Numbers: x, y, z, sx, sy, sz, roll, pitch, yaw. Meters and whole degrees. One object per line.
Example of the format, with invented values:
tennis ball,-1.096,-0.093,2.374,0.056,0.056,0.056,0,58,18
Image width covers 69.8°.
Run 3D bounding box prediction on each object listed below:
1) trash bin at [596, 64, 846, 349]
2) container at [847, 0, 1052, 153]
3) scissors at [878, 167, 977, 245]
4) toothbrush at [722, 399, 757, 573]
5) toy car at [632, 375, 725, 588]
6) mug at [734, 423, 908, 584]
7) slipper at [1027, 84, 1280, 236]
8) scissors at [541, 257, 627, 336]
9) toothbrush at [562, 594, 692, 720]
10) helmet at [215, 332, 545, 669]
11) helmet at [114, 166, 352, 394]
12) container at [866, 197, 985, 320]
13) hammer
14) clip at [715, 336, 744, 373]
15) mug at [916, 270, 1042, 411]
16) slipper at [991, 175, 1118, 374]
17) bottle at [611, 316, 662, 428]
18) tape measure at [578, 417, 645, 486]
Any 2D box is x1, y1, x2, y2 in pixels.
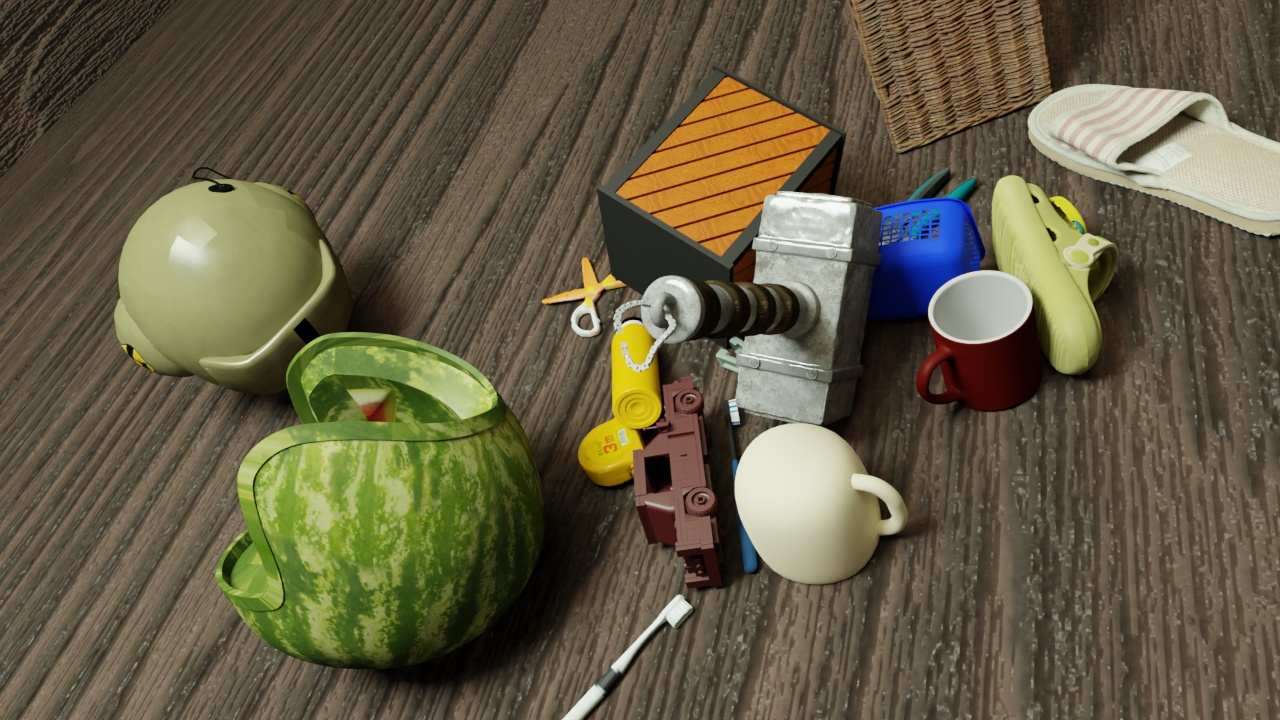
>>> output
trash bin,0.075,-0.140,0.849,0.140,0.140,0.171,34,70,19
container,0.285,-0.377,0.919,0.162,0.250,0.182,-18,36,14
scissors,0.259,-0.130,0.858,0.146,0.019,0.133,-8,47,22
toothbrush,0.081,0.098,0.750,0.014,0.014,0.167,-10,48,6
toy car,0.030,0.096,0.739,0.062,0.070,0.169,-10,46,5
mug,0.128,0.098,0.661,0.120,0.100,0.096,0,51,29
slipper,0.445,-0.184,0.778,0.115,0.052,0.263,-37,43,-7
scissors,-0.051,-0.070,0.984,0.125,0.011,0.130,-10,46,20
toothbrush,-0.029,0.246,0.678,0.186,0.012,0.017,-44,48,-13
helmet,-0.197,0.124,0.722,0.243,0.247,0.213,10,23,-15
helmet,-0.433,-0.072,1.006,0.233,0.256,0.249,19,63,43
container,0.225,-0.080,0.775,0.114,0.096,0.058,-8,52,31
hammer,0.076,-0.036,0.628,0.080,0.325,0.177,12,99,29
clip,0.102,0.004,0.820,0.044,0.023,0.076,-47,43,-13
mug,0.252,-0.004,0.697,0.105,0.082,0.073,-40,43,-9
slipper,0.332,-0.076,0.718,0.082,0.092,0.190,-15,48,14
bottle,-0.005,0.005,0.850,0.043,0.043,0.143,-21,29,10
tape measure,-0.024,0.084,0.811,0.059,0.030,0.068,-26,37,4
